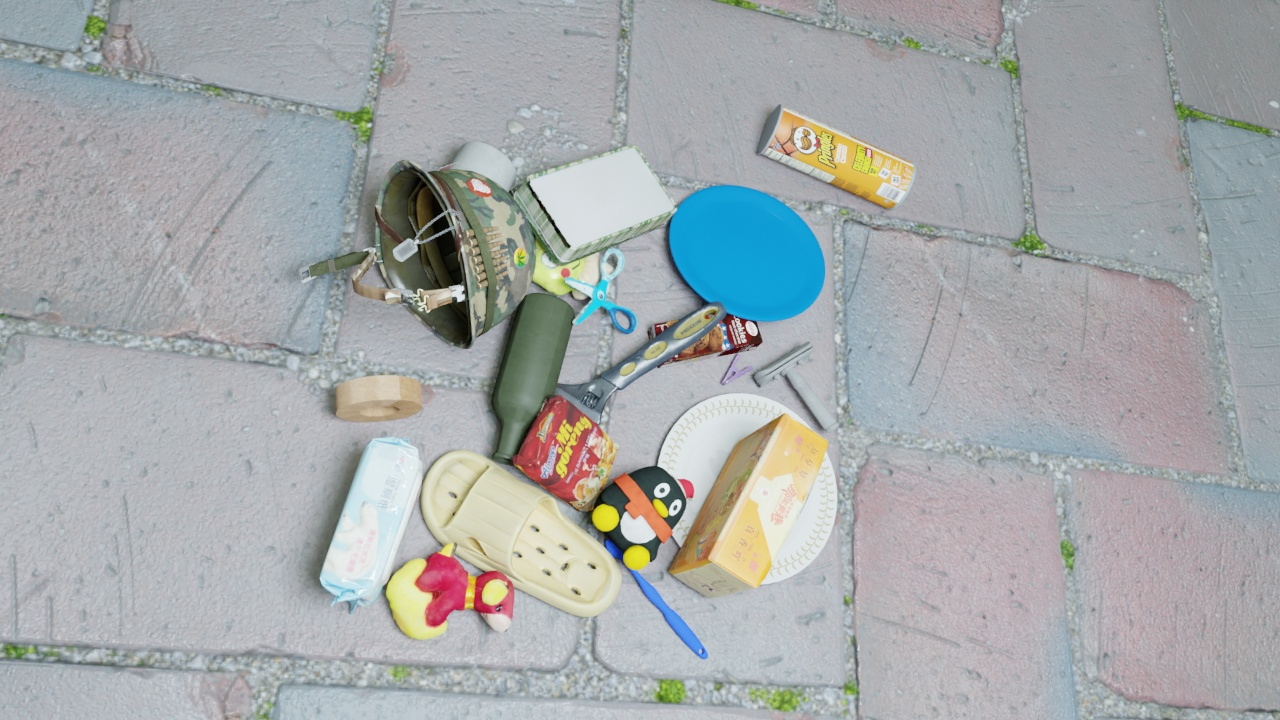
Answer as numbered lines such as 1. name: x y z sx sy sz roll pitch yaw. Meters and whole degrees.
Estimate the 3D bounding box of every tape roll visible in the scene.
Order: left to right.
1. tape roll: -0.294 0.044 1.030 0.094 0.094 0.027 -3 73 -17

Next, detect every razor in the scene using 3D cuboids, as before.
1. razor: 0.218 0.044 1.200 0.088 0.047 0.116 -30 77 -23

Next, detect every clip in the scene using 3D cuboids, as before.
1. clip: 0.129 0.016 1.208 0.046 0.014 0.050 20 64 -12

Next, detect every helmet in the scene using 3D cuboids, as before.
1. helmet: -0.234 -0.118 1.042 0.193 0.224 0.235 23 55 40

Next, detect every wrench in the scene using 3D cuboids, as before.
1. wrench: -0.007 0.006 1.140 0.273 0.022 0.073 -34 75 -10

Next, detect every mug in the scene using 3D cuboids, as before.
1. mug: -0.193 -0.216 1.156 0.113 0.084 0.070 31 63 -13

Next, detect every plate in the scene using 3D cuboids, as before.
1. plate: 0.144 -0.144 1.249 0.224 0.024 0.223 8 59 -13
2. plate: 0.135 0.159 1.158 0.242 0.016 0.242 5 71 -15

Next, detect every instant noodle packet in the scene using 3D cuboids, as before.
1. instant noodle packet: -0.081 0.110 1.073 0.135 0.040 0.098 44 64 -40

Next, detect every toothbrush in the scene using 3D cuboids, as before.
1. toothbrush: 0.018 0.282 1.085 0.016 0.018 0.182 -40 89 -24

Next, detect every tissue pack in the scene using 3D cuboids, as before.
1. tissue pack: -0.284 0.178 0.977 0.070 0.112 0.181 17 68 -9

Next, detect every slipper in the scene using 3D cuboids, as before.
1. slipper: -0.133 0.198 1.035 0.261 0.079 0.111 35 69 -3

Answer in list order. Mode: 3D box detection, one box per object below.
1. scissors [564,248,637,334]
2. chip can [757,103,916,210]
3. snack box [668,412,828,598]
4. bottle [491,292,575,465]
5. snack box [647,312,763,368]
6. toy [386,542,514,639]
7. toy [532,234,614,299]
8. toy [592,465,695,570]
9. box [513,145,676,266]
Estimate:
1. scissors: -0.043 -0.075 1.155 0.134 0.012 0.133 60 43 -25
2. chip can: 0.282 -0.292 1.323 0.215 0.075 0.075 21 67 -9
3. snack box: 0.130 0.175 1.061 0.080 0.145 0.194 33 66 -3
4. bottle: -0.135 0.023 1.094 0.071 0.072 0.206 17 67 -10
5. snack box: 0.085 -0.031 1.200 0.140 0.032 0.051 -11 75 -19
6. toy: -0.206 0.251 1.001 0.137 0.067 0.105 1 94 -8
7. toy: -0.088 -0.120 1.174 0.115 0.046 0.092 20 61 -18
8. toy: 0.006 0.168 1.064 0.119 0.100 0.097 -38 101 -7
9. box: -0.055 -0.201 1.180 0.204 0.050 0.117 -30 85 -39
